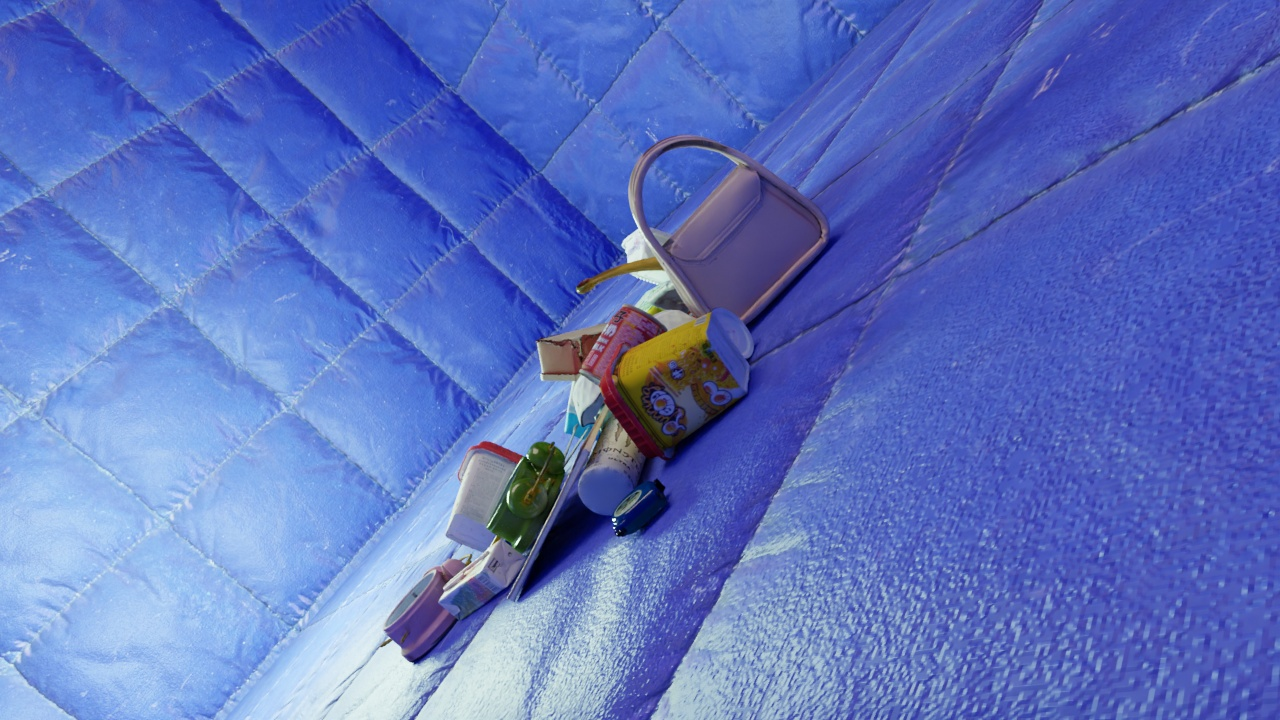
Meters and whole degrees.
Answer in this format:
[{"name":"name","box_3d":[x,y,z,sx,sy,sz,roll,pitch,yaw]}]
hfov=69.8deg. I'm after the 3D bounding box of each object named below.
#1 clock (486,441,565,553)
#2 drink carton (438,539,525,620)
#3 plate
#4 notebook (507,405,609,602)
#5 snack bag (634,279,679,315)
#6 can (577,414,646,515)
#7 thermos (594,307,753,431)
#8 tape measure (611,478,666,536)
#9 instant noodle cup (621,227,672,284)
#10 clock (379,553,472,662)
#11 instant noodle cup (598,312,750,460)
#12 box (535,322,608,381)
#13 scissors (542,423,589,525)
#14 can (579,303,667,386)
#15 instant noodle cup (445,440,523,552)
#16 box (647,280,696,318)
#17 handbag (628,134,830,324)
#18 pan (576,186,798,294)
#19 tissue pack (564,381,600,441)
[{"name":"clock","box_3d":[-0.137,0.165,1.127,0.162,0.056,0.115,-56,10,42]},{"name":"drink carton","box_3d":[-0.198,0.269,1.126,0.123,0.045,0.053,-40,12,40]},{"name":"plate","box_3d":[-0.007,0.007,1.185,0.204,0.045,0.205,-37,-11,-9]},{"name":"notebook","box_3d":[-0.087,0.151,1.033,0.212,0.012,0.149,-63,1,22]},{"name":"snack bag","box_3d":[0.019,-0.055,1.497,0.157,0.068,0.247,-50,10,-15]},{"name":"can","box_3d":[-0.025,0.107,0.992,0.058,0.058,0.146,-43,9,22]},{"name":"thermos","box_3d":[0.033,0.027,1.066,0.225,0.073,0.073,-40,10,38]},{"name":"tape measure","box_3d":[0.000,0.137,0.848,0.058,0.025,0.054,-42,7,6]},{"name":"instant noodle cup","box_3d":[0.057,-0.158,1.526,0.138,0.173,0.060,161,126,-72]},{"name":"clock","box_3d":[-0.274,0.320,1.219,0.158,0.060,0.117,-50,10,-36]},{"name":"instant noodle cup","box_3d":[0.040,0.021,0.939,0.124,0.116,0.115,-31,14,20]},{"name":"box","box_3d":[-0.062,-0.023,1.303,0.091,0.077,0.168,-1,11,39]},{"name":"scissors","box_3d":[-0.114,0.158,1.247,0.163,0.012,0.173,-49,17,45]},{"name":"can","box_3d":[-0.018,-0.010,1.033,0.093,0.066,0.066,-59,10,-8]},{"name":"instant noodle cup","box_3d":[-0.216,0.200,1.312,0.117,0.116,0.124,121,171,-46]},{"name":"box","box_3d":[0.076,-0.087,1.270,0.095,0.098,0.202,-50,9,-26]},{"name":"handbag","box_3d":[0.089,-0.167,1.105,0.193,0.234,0.093,-47,10,-2]},{"name":"pan","box_3d":[0.074,-0.166,1.369,0.358,0.078,0.197,-29,23,8]},{"name":"tissue pack","box_3d":[-0.074,0.061,1.355,0.140,0.063,0.090,-104,24,-81]}]
